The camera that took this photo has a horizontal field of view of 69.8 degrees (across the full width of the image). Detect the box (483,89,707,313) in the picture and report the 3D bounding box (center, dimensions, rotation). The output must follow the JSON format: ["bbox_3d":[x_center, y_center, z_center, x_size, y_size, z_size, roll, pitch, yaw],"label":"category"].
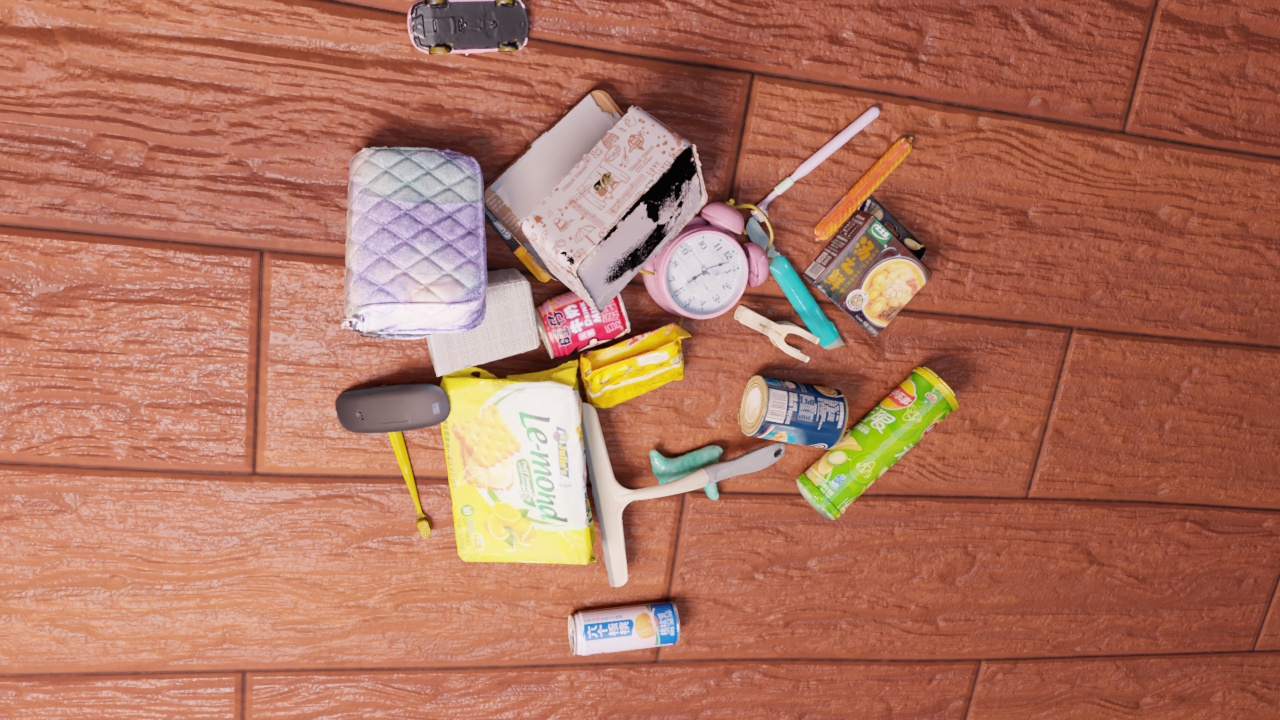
[{"bbox_3d":[-0.054,-0.180,0.957,0.178,0.153,0.182,41,83,18],"label":"box"}]

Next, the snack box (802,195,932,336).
[{"bbox_3d":[0.276,-0.113,1.094,0.113,0.053,0.126,37,100,-21],"label":"snack box"}]

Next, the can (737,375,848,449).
[{"bbox_3d":[0.183,0.062,1.105,0.111,0.075,0.075,11,103,-17],"label":"can"}]

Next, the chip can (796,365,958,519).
[{"bbox_3d":[0.293,0.105,1.148,0.221,0.072,0.072,-43,111,1],"label":"chip can"}]

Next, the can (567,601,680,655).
[{"bbox_3d":[-0.021,0.335,1.148,0.134,0.053,0.053,-3,107,-14],"label":"can"}]

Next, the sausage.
[{"bbox_3d":[0.261,-0.201,1.074,0.165,0.021,0.021,-46,111,3],"label":"sausage"}]

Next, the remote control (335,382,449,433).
[{"bbox_3d":[-0.271,0.053,0.987,0.136,0.024,0.053,-6,104,15],"label":"remote control"}]

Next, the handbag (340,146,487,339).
[{"bbox_3d":[-0.219,-0.114,0.897,0.134,0.193,0.076,0,151,-13],"label":"handbag"}]

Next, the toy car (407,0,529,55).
[{"bbox_3d":[-0.172,-0.335,0.919,0.122,0.037,0.056,-10,112,-24],"label":"toy car"}]

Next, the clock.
[{"bbox_3d":[0.080,-0.113,1.035,0.158,0.060,0.117,-37,112,-3],"label":"clock"}]

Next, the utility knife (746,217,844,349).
[{"bbox_3d":[0.183,-0.088,1.093,0.029,0.013,0.207,-38,114,1],"label":"utility knife"}]

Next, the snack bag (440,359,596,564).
[{"bbox_3d":[-0.134,0.118,1.027,0.158,0.068,0.247,0,109,9],"label":"snack bag"}]

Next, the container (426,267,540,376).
[{"bbox_3d":[-0.173,-0.046,0.977,0.114,0.090,0.090,-13,109,-13],"label":"container"}]

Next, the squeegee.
[{"bbox_3d":[0.065,0.139,1.086,0.246,0.039,0.247,-14,111,-12],"label":"squeegee"}]

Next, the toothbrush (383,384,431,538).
[{"bbox_3d":[-0.268,0.117,1.039,0.015,0.016,0.190,-15,109,-10],"label":"toothbrush"}]

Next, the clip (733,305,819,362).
[{"bbox_3d":[0.165,-0.031,1.077,0.104,0.083,0.035,25,99,-31],"label":"clip"}]

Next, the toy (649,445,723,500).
[{"bbox_3d":[0.063,0.137,1.123,0.092,0.030,0.096,-19,114,-6],"label":"toy"}]

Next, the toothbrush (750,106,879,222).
[{"bbox_3d":[0.202,-0.227,1.053,0.189,0.029,0.021,-41,74,-1],"label":"toothbrush"}]

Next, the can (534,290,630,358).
[{"bbox_3d":[-0.066,-0.045,1.015,0.093,0.066,0.066,-20,110,-8],"label":"can"}]

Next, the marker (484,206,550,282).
[{"bbox_3d":[-0.140,-0.133,0.997,0.018,0.015,0.124,-42,111,-1],"label":"marker"}]

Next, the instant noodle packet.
[{"bbox_3d":[-0.006,0.006,1.035,0.128,0.111,0.044,-19,66,-7],"label":"instant noodle packet"}]
